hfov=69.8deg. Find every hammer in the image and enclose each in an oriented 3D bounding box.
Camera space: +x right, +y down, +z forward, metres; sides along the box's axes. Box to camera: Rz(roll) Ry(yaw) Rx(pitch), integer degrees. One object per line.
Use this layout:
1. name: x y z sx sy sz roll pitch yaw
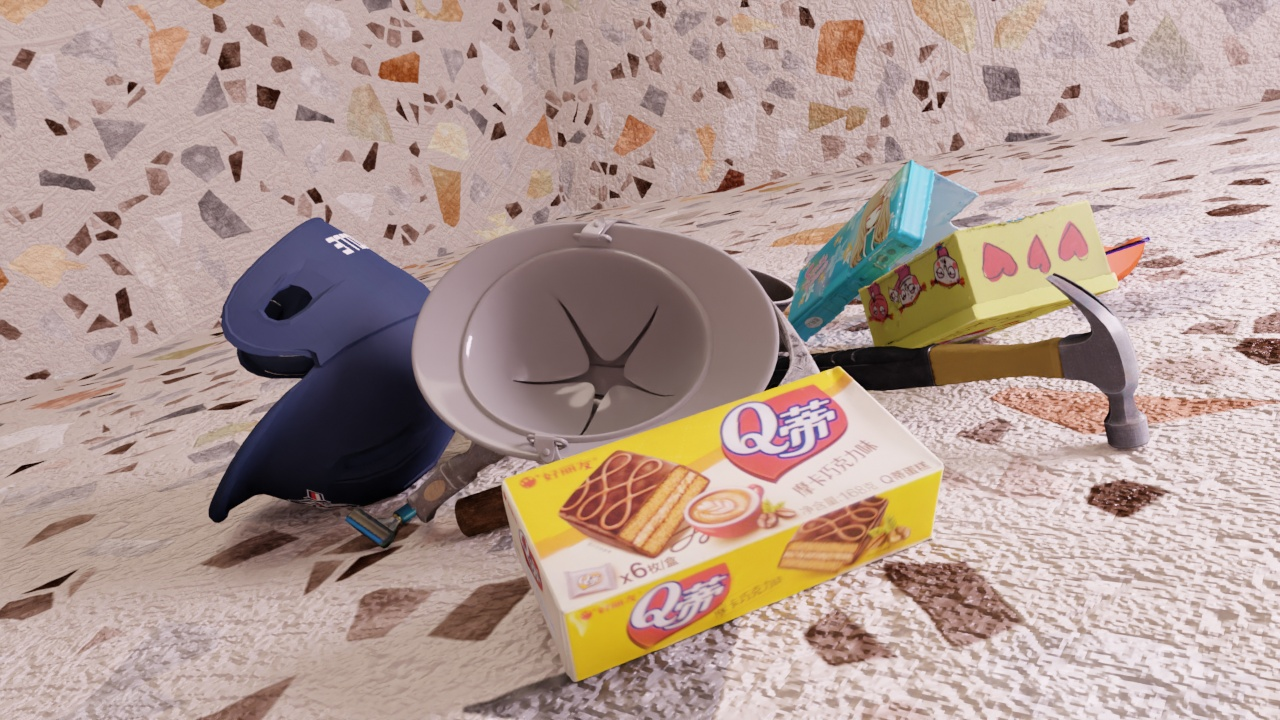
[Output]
1. hammer: -0.103 0.062 0.833 0.120 0.031 0.330 -40 -1 21
2. hammer: -0.001 0.054 0.723 0.301 0.037 0.217 -18 34 4
3. hammer: 0.208 0.005 0.710 0.025 0.118 0.334 -21 10 -38

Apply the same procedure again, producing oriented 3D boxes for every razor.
1. razor: -0.187 0.120 0.778 0.042 0.022 0.143 32 25 14

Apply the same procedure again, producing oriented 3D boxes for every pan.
1. pan: 0.115 -0.069 1.103 0.187 0.055 0.356 8 21 -6

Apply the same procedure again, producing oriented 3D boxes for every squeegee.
1. squeegee: 0.462 -0.096 0.949 0.184 0.055 0.250 -21 -1 -28

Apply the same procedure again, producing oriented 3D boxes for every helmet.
1. helmet: -0.279 0.035 0.817 0.271 0.223 0.233 -51 12 -18
2. helmet: -0.026 0.002 0.683 0.271 0.183 0.118 5 -19 19

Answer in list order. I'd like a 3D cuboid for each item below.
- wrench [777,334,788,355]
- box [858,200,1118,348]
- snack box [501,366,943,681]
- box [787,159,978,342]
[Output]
1. wrench: 0.095 -0.025 1.089 0.073 0.018 0.273 -17 13 -20
2. box: 0.284 -0.059 0.785 0.124 0.081 0.221 -14 -5 -9
3. snack box: 0.046 0.086 0.535 0.230 0.062 0.110 -17 38 -16
4. box: 0.259 -0.091 0.951 0.121 0.097 0.227 22 -29 -9
